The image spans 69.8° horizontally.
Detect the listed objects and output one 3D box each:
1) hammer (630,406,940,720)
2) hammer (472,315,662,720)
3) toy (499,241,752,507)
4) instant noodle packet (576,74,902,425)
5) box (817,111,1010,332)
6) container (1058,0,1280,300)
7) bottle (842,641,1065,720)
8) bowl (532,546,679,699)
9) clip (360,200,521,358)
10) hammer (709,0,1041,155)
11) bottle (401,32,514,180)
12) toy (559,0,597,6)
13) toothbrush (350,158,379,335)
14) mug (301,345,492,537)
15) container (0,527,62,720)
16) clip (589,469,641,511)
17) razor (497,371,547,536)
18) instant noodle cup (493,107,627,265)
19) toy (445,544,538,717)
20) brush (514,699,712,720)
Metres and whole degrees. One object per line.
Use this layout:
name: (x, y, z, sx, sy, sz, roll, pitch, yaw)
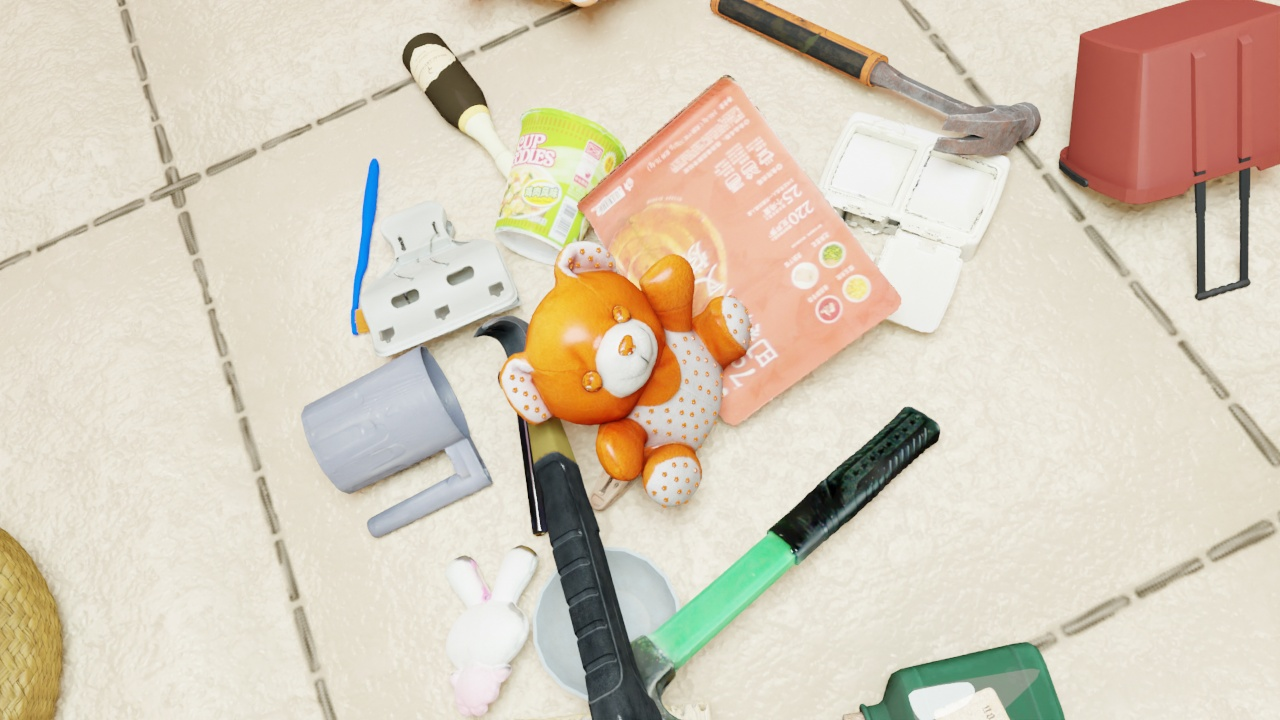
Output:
hammer: (0.096, 0.130, 0.634, 0.318, 0.032, 0.130, -35, 46, -24)
hammer: (-0.051, 0.092, 0.616, 0.025, 0.118, 0.332, -34, 47, 15)
toy: (-0.004, 0.004, 0.634, 0.093, 0.172, 0.163, 10, 75, 54)
instant noodle packet: (0.075, -0.082, 0.716, 0.165, 0.084, 0.221, -38, 67, 15)
box: (0.210, -0.116, 0.755, 0.143, 0.050, 0.183, 21, 70, 15)
container: (0.423, -0.165, 0.723, 0.148, 0.201, 0.127, -17, 30, 0)
bottle: (0.199, 0.230, 0.603, 0.131, 0.061, 0.061, -13, 68, 2)
bowl: (-0.022, 0.191, 0.662, 0.106, 0.039, 0.106, -3, 67, 7)
clip: (-0.174, -0.063, 0.790, 0.126, 0.096, 0.152, -22, 44, -6)
hammer: (0.182, -0.261, 0.804, 0.314, 0.035, 0.137, 36, 39, 26)
bottle: (-0.161, -0.233, 0.856, 0.045, 0.045, 0.184, -34, 67, -7)
toy: (-0.071, -0.460, 0.825, 0.263, 0.265, 0.280, 15, 85, 16)
toothbrush: (-0.246, -0.106, 0.831, 0.018, 0.016, 0.182, -1, 67, 1)
mug: (-0.191, 0.066, 0.725, 0.104, 0.084, 0.124, -26, 93, -3)
container: (-0.588, 0.230, 0.640, 0.307, 0.197, 0.306, -2, 67, 5)
clip: (-0.016, 0.091, 0.718, 0.024, 0.041, 0.061, 38, 96, 21)
razor: (-0.088, 0.068, 0.732, 0.043, 0.022, 0.144, -12, 66, 4)
instant noodle cup: (-0.075, -0.144, 0.786, 0.099, 0.099, 0.108, 17, 78, 14)
toy: (-0.112, 0.195, 0.669, 0.079, 0.038, 0.122, -15, 52, 25)
brush: (-0.081, 0.270, 0.613, 0.271, 0.083, 0.056, -9, 67, 5)
